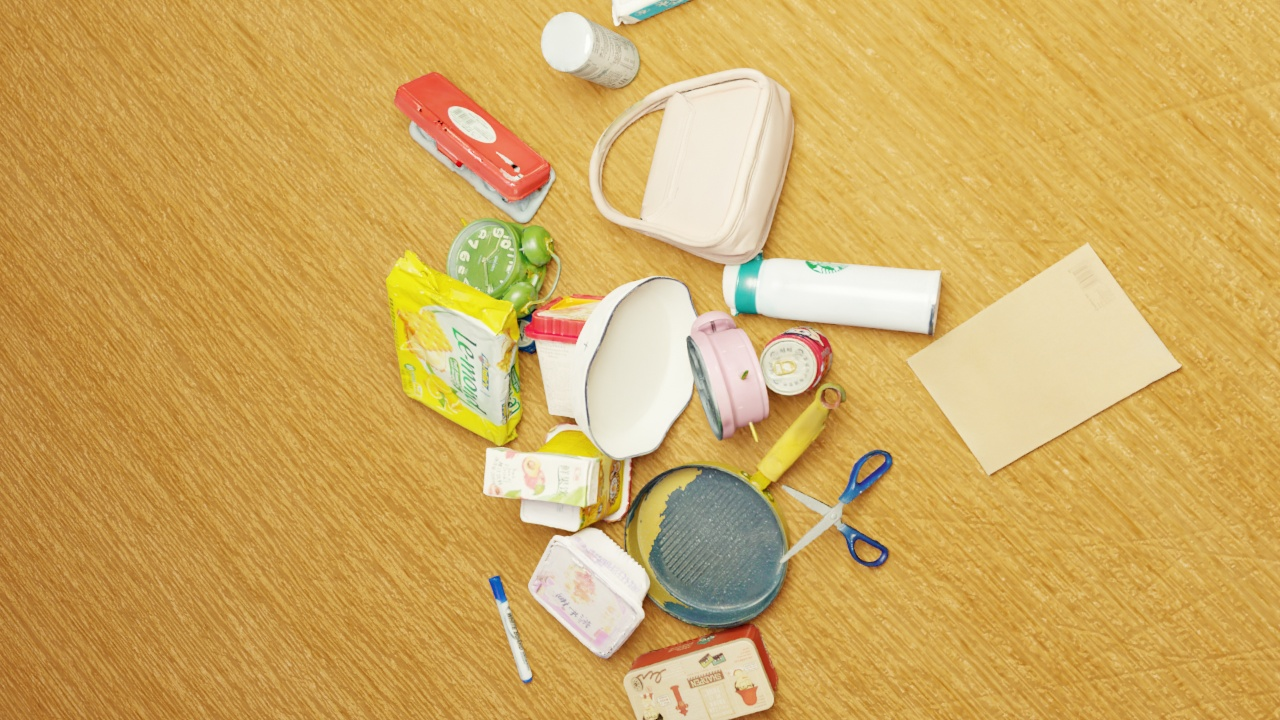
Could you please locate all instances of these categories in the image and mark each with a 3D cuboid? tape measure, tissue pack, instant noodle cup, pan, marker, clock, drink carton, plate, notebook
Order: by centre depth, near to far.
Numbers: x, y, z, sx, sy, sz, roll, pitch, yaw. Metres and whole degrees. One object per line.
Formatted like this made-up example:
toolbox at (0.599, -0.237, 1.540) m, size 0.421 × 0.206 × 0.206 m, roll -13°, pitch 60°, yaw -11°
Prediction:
notebook at (0.405, 0.002, 0.936) m, size 0.212 × 0.012 × 0.149 m, roll -37°, pitch 84°, yaw 22°
tissue pack at (0.022, -0.426, 0.984) m, size 0.140 × 0.063 × 0.090 m, roll -13°, pitch 95°, yaw 23°
clock at (0.089, 0.011, 0.990) m, size 0.060 × 0.158 × 0.117 m, roll -18°, pitch 124°, yaw -5°
plate at (-0.006, 0.006, 0.997) m, size 0.046 × 0.204 × 0.205 m, roll 17°, pitch 105°, yaw 34°
drink carton at (-0.106, 0.126, 0.998) m, size 0.123 × 0.045 × 0.053 m, roll 4°, pitch 89°, yaw 19°
pan at (0.117, 0.156, 1.035) m, size 0.198 × 0.078 × 0.358 m, roll 40°, pitch 110°, yaw 10°
instant noodle cup at (-0.063, -0.003, 1.066) m, size 0.117 × 0.116 × 0.124 m, roll 7°, pitch 112°, yaw 20°
instant noodle cup at (-0.080, 0.143, 1.083) m, size 0.116 × 0.123 × 0.116 m, roll 7°, pitch 101°, yaw 19°
clock at (-0.161, -0.110, 1.088) m, size 0.161 × 0.056 × 0.116 m, roll 15°, pitch 87°, yaw 28°
instant noodle cup at (-0.054, 0.270, 1.097) m, size 0.138 × 0.060 × 0.174 m, roll 40°, pitch 144°, yaw 10°
tape measure at (-0.146, -0.041, 1.127) m, size 0.054 × 0.025 × 0.058 m, roll 18°, pitch 105°, yaw -6°
marker at (-0.171, 0.355, 1.210) m, size 0.017 × 0.016 × 0.146 m, roll -17°, pitch 92°, yaw 22°

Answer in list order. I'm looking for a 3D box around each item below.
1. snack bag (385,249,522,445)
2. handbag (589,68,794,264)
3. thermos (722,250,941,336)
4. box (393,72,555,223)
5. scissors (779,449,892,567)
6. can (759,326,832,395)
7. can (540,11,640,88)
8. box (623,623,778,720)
snack bag at (-0.212, -0.012, 1.087) m, size 0.158 × 0.068 × 0.247 m, roll 26°, pitch 143°, yaw 14°
handbag at (0.039, -0.212, 0.994) m, size 0.234 × 0.093 × 0.193 m, roll 11°, pitch 85°, yaw 32°
thermos at (0.199, -0.074, 0.972) m, size 0.224 × 0.073 × 0.073 m, roll 8°, pitch 101°, yaw 20°
box at (-0.201, -0.248, 1.103) m, size 0.201 × 0.095 × 0.098 m, roll 40°, pitch 141°, yaw 9°
scissors at (0.218, 0.169, 0.990) m, size 0.173 × 0.012 × 0.162 m, roll -41°, pitch 112°, yaw -14°
can at (0.166, 0.000, 0.982) m, size 0.067 × 0.093 × 0.066 m, roll 3°, pitch 100°, yaw 20°
can at (-0.050, -0.329, 0.983) m, size 0.058 × 0.146 × 0.058 m, roll 3°, pitch 100°, yaw 20°
box at (0.075, 0.381, 1.097) m, size 0.168 × 0.077 × 0.091 m, roll -21°, pitch 90°, yaw 16°
